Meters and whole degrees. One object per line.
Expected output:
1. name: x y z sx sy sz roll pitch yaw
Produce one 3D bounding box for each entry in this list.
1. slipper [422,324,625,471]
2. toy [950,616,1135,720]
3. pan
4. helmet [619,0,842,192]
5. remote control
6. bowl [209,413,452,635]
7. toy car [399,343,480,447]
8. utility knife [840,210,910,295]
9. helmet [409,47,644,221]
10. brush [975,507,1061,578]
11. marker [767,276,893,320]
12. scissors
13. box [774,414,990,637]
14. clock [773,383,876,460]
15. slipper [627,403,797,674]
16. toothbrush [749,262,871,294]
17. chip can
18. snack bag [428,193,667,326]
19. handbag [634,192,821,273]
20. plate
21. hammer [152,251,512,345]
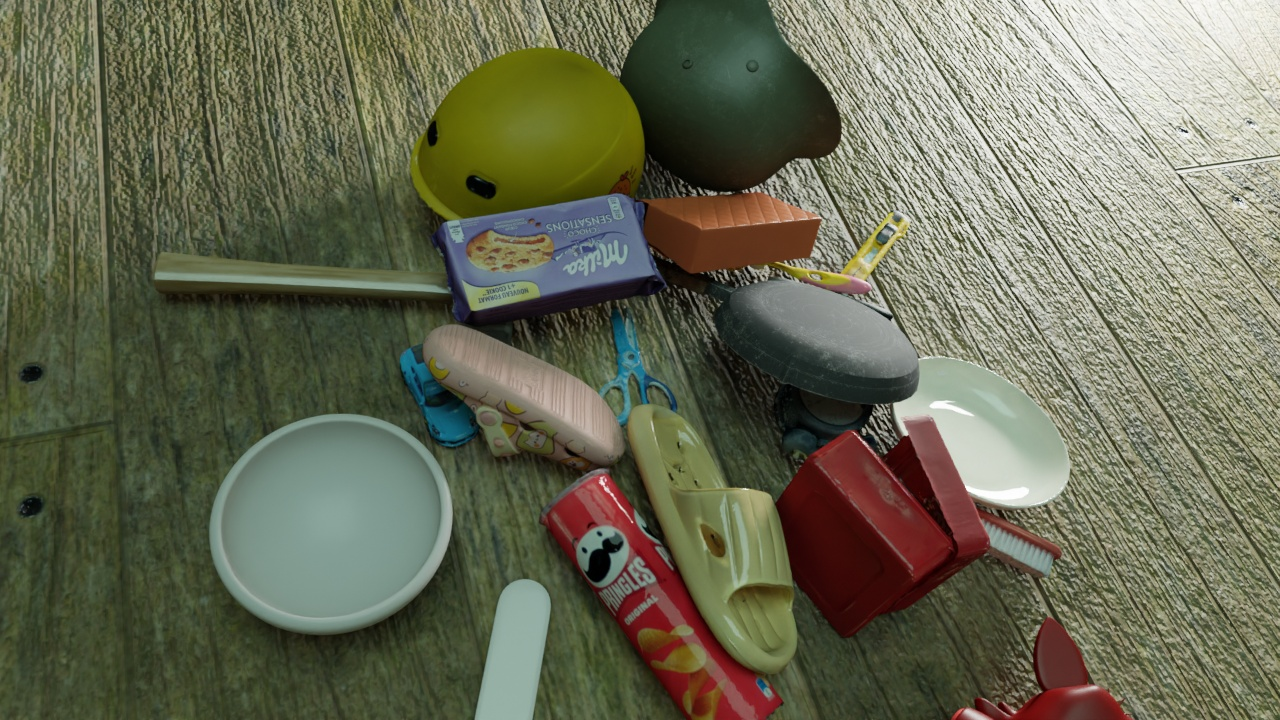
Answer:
1. slipper: -0.108 0.043 0.802 0.197 0.082 0.093 31 25 -14
2. toy: 0.304 0.317 0.688 0.196 0.121 0.158 -38 69 -19
3. pan: 0.104 -0.057 0.893 0.357 0.040 0.207 26 28 16
4. helmet: 0.076 -0.270 0.972 0.268 0.227 0.153 34 75 24
5. remote control: -0.099 0.238 0.716 0.043 0.013 0.136 11 57 -5
6. bowl: -0.238 0.133 0.721 0.176 0.066 0.176 5 57 -9
7. toy car: -0.179 0.027 0.822 0.048 0.032 0.105 -20 66 -23
8. utility knife: 0.259 -0.120 1.017 0.030 0.017 0.155 31 60 19
9. helmet: -0.098 -0.225 0.903 0.239 0.140 0.209 -23 63 -45
10. brush: 0.301 0.148 0.845 0.172 0.041 0.030 28 72 9
11. marker: 0.199 -0.062 0.968 0.138 0.016 0.022 16 80 -1
12. scissors: -0.003 0.003 0.887 0.083 0.015 0.140 3 56 -8
13. box: 0.182 0.141 0.750 0.122 0.158 0.136 -10 59 -21
14. clock: 0.175 0.054 0.868 0.090 0.052 0.129 5 62 -9
15. slipper: 0.072 0.126 0.757 0.111 0.079 0.261 24 30 -48
16. toothbrush: 0.178 -0.091 0.975 0.135 0.016 0.021 14 63 1
17. chip can: 0.014 0.198 0.730 0.073 0.073 0.233 -30 69 -27
18. snack bag: -0.081 -0.090 0.838 0.205 0.059 0.096 -12 69 -21
19. handbag: 0.081 -0.132 0.930 0.171 0.060 0.109 -12 36 -39
20. plate: 0.317 0.073 0.879 0.182 0.034 0.182 11 45 -11
21. hammer: -0.274 -0.072 0.852 0.322 0.051 0.117 2 58 -10
